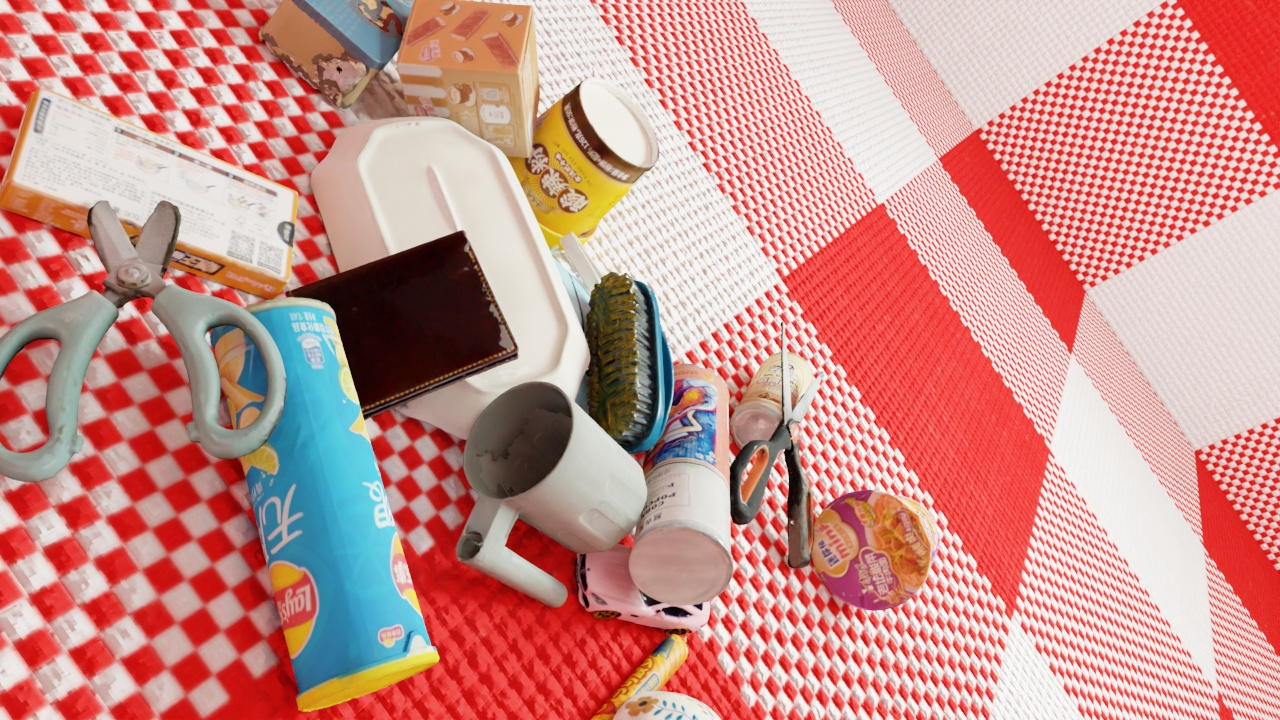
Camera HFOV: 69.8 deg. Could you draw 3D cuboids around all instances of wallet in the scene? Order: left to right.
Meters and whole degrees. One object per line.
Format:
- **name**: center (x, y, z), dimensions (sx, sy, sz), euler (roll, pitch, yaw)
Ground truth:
- **wallet**: center (-0.151, -0.023, 0.587), dimensions (0.122, 0.020, 0.096), euler (-23, 81, -17)

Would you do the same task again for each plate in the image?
- **plate**: center (-0.129, -0.072, 0.654), dimensions (0.161, 0.034, 0.265), euler (-13, 72, -32)

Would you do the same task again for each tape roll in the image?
- **tape roll**: center (-0.041, -0.072, 0.789), dimensions (0.086, 0.014, 0.085), euler (57, 4, -6)

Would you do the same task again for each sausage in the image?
- **sausage**: center (-0.008, 0.228, 0.612), dimensions (0.021, 0.022, 0.164), euler (58, 34, 3)

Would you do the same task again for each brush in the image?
- **brush**: center (-0.004, 0.004, 0.703), dimensions (0.073, 0.055, 0.143), euler (27, 51, -46)

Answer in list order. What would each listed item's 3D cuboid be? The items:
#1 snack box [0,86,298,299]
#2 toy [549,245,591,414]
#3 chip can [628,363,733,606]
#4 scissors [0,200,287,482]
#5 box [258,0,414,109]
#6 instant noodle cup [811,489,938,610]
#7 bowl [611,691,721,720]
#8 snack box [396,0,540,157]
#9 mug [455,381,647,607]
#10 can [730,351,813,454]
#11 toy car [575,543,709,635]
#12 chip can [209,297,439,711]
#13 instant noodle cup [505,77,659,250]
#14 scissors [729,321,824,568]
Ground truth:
- **snack box**: center (-0.282, -0.096, 0.543), dimensions (0.153, 0.026, 0.075), euler (21, 48, -39)
- **toy**: center (-0.063, -0.020, 0.726), dimensions (0.161, 0.050, 0.156), euler (33, 42, -35)
- **chip can**: center (0.035, 0.085, 0.705), dimensions (0.071, 0.071, 0.214), euler (43, 25, -18)
- **scissors**: center (-0.241, -0.012, 0.469), dimensions (0.172, 0.019, 0.176), euler (13, 57, -9)
- **box**: center (-0.224, -0.284, 0.739), dimensions (0.090, 0.062, 0.183), euler (38, 40, -25)
- **instant noodle cup**: center (0.233, 0.176, 0.880), dimensions (0.099, 0.112, 0.111), euler (6, 58, -59)
- **bowl**: center (0.031, 0.264, 0.574), dimensions (0.113, 0.062, 0.113), euler (31, 50, -44)
- **snack box**: center (-0.132, -0.224, 0.729), dimensions (0.094, 0.093, 0.076), euler (4, 61, 0)
- **mug**: center (-0.061, 0.091, 0.602), dimensions (0.103, 0.084, 0.123), euler (46, 59, -47)
- **can**: center (0.131, 0.041, 0.901), dimensions (0.058, 0.059, 0.116), euler (50, 35, -8)
- **toy car**: center (0.006, 0.165, 0.669), dimensions (0.122, 0.037, 0.056), euler (24, 44, -36)
- **chip can**: center (-0.173, 0.073, 0.496), dimensions (0.071, 0.071, 0.210), euler (0, 62, -50)
- **instant noodle cup**: center (-0.054, -0.175, 0.806), dimensions (0.118, 0.115, 0.118), euler (31, 42, -33)
- **scissors**: center (0.132, 0.084, 0.814), dimensions (0.232, 0.022, 0.221), euler (-41, 123, -51)
